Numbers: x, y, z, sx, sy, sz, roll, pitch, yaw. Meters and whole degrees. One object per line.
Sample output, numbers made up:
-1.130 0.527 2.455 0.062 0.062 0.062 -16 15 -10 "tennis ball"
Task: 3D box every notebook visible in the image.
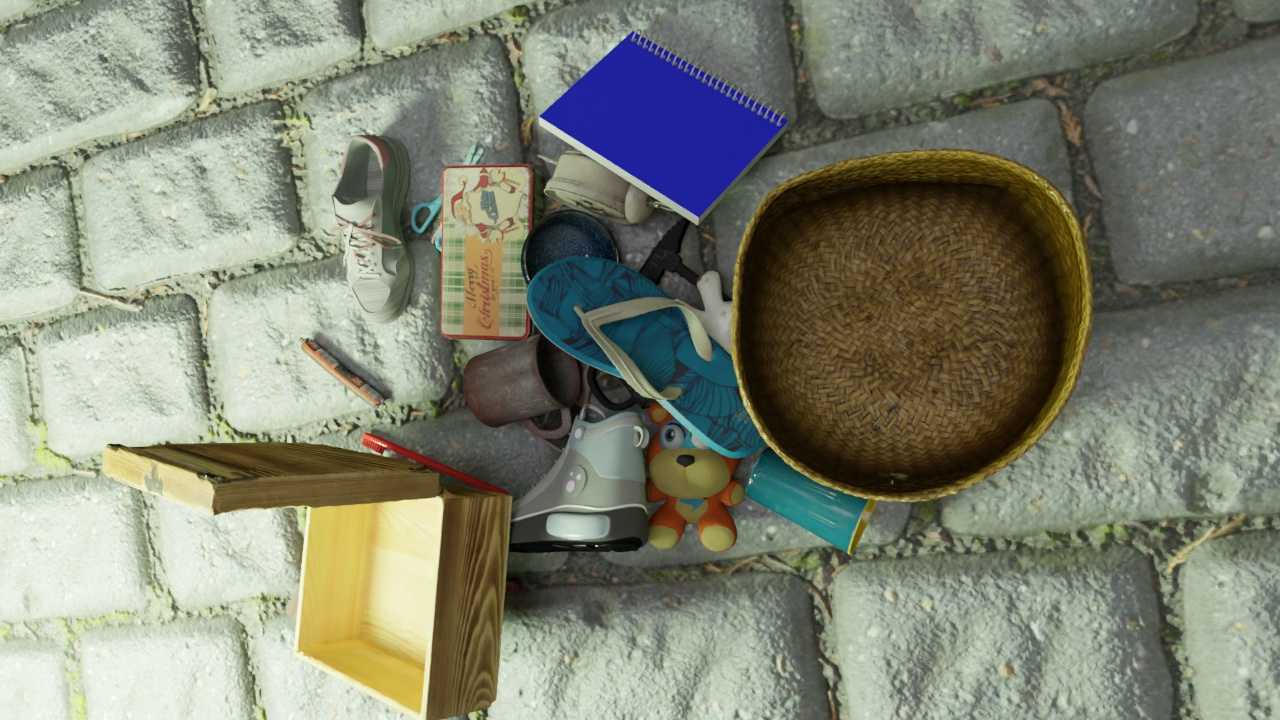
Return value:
0.027 -0.255 0.976 0.209 0.022 0.171 35 67 15 "notebook"

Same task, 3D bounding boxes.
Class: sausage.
-0.381 0.017 1.167 0.155 0.020 0.020 35 101 15 "sausage"

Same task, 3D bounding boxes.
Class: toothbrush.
-0.256 0.133 1.129 0.213 0.012 0.018 20 97 18 "toothbrush"
-0.231 0.274 1.119 0.190 0.016 0.016 -5 90 19 "toothbrush"

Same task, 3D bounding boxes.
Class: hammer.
0.144 -0.034 0.988 0.325 0.015 0.095 37 102 14 "hammer"

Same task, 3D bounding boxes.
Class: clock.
-0.030 -0.188 0.998 0.157 0.103 0.061 19 90 25 "clock"

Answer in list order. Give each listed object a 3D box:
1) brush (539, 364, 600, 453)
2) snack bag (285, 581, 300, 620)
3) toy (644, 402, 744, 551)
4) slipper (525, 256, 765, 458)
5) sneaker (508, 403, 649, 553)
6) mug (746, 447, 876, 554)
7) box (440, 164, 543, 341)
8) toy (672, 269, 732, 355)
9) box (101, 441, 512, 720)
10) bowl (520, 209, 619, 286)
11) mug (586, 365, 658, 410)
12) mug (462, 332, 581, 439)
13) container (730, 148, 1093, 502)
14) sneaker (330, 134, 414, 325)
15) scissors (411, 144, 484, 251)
-0.074 0.043 1.063 0.050 0.015 0.136 30 100 17 "brush"
-0.390 0.347 1.177 0.158 0.013 0.057 33 102 16 "snack bag"
0.056 0.114 0.984 0.112 0.096 0.176 -1 79 14 "toy"
0.016 -0.015 0.932 0.295 0.060 0.118 38 72 7 "slipper"
-0.093 0.133 1.020 0.257 0.093 0.160 -9 71 41 "sneaker"
0.176 0.139 0.950 0.121 0.078 0.078 23 98 22 "mug"
-0.173 -0.125 1.074 0.118 0.050 0.205 3 93 15 "box"
0.087 -0.037 0.979 0.122 0.038 0.079 43 97 10 "toy"
-0.348 0.206 0.952 0.280 0.335 0.286 3 86 44 "box"
-0.087 -0.109 1.032 0.061 0.114 0.114 1 91 61 "bowl"
-0.006 0.006 1.005 0.114 0.078 0.088 -39 79 14 "mug"
-0.128 0.037 1.043 0.110 0.096 0.123 -16 102 30 "mug"
0.241 -0.030 0.852 0.307 0.196 0.307 -1 86 15 "container"
-0.333 -0.162 1.110 0.099 0.089 0.236 -1 90 19 "sneaker"
-0.234 -0.207 1.119 0.076 0.015 0.141 25 93 14 "scissors"
